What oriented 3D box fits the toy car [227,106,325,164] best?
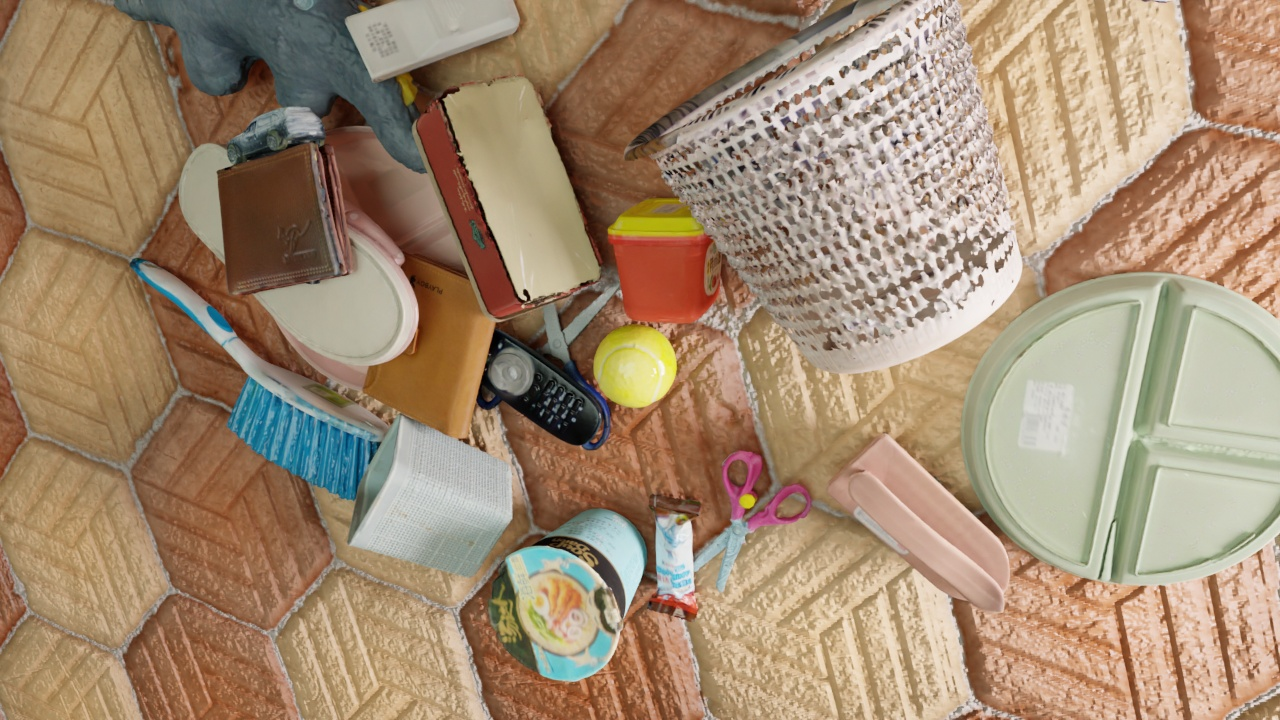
[{"bbox_3d":[-0.287,-0.174,0.719,0.091,0.042,0.034,-7,100,36],"label":"toy car"}]

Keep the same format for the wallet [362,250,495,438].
[{"bbox_3d":[-0.172,-0.015,0.751,0.108,0.031,0.132,23,107,19],"label":"wallet"}]

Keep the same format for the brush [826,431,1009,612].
[{"bbox_3d":[0.209,0.124,0.673,0.145,0.073,0.063,43,111,2],"label":"brush"}]

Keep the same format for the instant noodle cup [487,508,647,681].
[{"bbox_3d":[-0.047,0.179,0.746,0.111,0.120,0.111,5,105,19],"label":"instant noodle cup"}]

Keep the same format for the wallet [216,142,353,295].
[{"bbox_3d":[-0.279,-0.106,0.708,0.125,0.032,0.101,-6,94,29],"label":"wallet"}]

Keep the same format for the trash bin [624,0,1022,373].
[{"bbox_3d":[0.133,-0.108,0.579,0.228,0.226,0.192,-25,107,22],"label":"trash bin"}]

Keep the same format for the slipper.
[{"bbox_3d":[-0.279,-0.091,0.758,0.274,0.054,0.114,34,109,20],"label":"slipper"}]

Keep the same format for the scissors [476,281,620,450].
[{"bbox_3d":[-0.074,-0.001,0.768,0.163,0.012,0.176,-20,94,21],"label":"scissors"}]

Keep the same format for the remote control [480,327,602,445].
[{"bbox_3d":[-0.089,0.019,0.756,0.136,0.024,0.053,35,111,7],"label":"remote control"}]

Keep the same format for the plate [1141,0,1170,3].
[{"bbox_3d":[0.332,-0.323,0.536,0.205,0.045,0.205,4,104,17],"label":"plate"}]

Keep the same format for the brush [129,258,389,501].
[{"bbox_3d":[-0.361,0.015,0.848,0.314,0.060,0.109,25,104,13],"label":"brush"}]

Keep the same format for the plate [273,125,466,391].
[{"bbox_3d":[-0.229,-0.084,0.790,0.230,0.028,0.230,5,106,17],"label":"plate"}]

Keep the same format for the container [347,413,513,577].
[{"bbox_3d":[-0.173,0.118,0.773,0.111,0.090,0.090,26,113,-22],"label":"container"}]

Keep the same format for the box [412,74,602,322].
[{"bbox_3d":[-0.094,-0.124,0.688,0.077,0.091,0.168,-14,98,56],"label":"box"}]

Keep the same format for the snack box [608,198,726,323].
[{"bbox_3d":[0.021,-0.074,0.678,0.082,0.091,0.080,4,112,18],"label":"snack box"}]

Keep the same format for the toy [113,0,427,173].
[{"bbox_3d":[-0.296,-0.270,0.733,0.356,0.091,0.138,26,121,17],"label":"toy"}]

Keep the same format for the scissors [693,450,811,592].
[{"bbox_3d":[0.090,0.140,0.748,0.093,0.017,0.137,18,113,12],"label":"scissors"}]

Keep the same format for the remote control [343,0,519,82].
[{"bbox_3d":[-0.153,-0.253,0.687,0.124,0.024,0.049,-27,96,-16],"label":"remote control"}]

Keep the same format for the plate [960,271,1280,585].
[{"bbox_3d":[0.343,0.054,0.636,0.230,0.027,0.230,4,104,17],"label":"plate"}]

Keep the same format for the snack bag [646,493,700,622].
[{"bbox_3d":[0.028,0.164,0.766,0.048,0.026,0.104,7,106,23],"label":"snack bag"}]

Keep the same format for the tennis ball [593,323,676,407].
[{"bbox_3d":[-0.004,0.004,0.717,0.065,0.065,0.065,4,105,17],"label":"tennis ball"}]
